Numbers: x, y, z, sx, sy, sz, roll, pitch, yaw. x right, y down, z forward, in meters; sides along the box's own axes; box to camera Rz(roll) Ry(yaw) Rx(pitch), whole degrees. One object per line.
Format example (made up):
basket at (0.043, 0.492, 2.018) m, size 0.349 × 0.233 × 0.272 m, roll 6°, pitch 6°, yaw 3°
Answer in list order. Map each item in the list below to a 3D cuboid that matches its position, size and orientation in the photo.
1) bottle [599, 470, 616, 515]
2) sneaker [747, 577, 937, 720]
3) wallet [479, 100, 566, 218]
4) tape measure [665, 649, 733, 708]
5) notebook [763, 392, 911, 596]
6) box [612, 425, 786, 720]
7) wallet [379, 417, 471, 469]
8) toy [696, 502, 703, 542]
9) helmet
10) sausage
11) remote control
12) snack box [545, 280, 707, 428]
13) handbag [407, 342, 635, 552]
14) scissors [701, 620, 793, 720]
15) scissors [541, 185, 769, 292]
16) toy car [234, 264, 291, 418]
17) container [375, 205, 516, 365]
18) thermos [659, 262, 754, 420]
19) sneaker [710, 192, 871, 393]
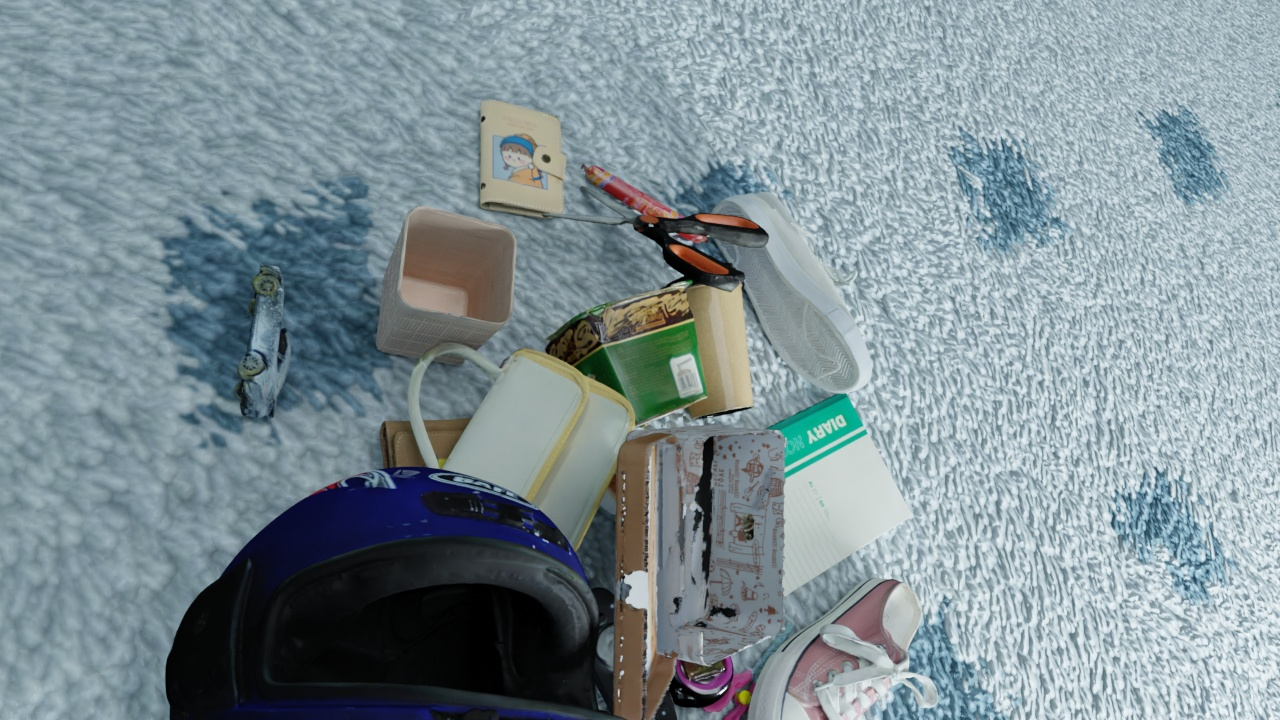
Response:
bottle at (-0.016, 0.102, 0.795) m, size 0.108 × 0.063 × 0.063 m, roll 28°, pitch 58°, yaw -12°
sneaker at (0.190, 0.273, 0.812) m, size 0.240 × 0.088 × 0.118 m, roll -31°, pitch 98°, yaw -37°
wallet at (-0.114, -0.194, 0.894) m, size 0.087 × 0.024 × 0.115 m, roll 5°, pitch 66°, yaw -22°
tape measure at (0.049, 0.260, 0.771) m, size 0.057 × 0.039 × 0.057 m, roll -8°, pitch 58°, yaw -20°
notebook at (0.169, 0.130, 0.917) m, size 0.208 × 0.012 × 0.150 m, roll -22°, pitch 80°, yaw -33°
box at (0.029, 0.139, 0.676) m, size 0.259 × 0.110 × 0.179 m, roll 0°, pitch 90°, yaw -55°
wallet at (-0.148, 0.088, 0.739) m, size 0.115 × 0.033 × 0.090 m, roll 1°, pitch 72°, yaw -36°
toy at (0.073, 0.163, 0.834) m, size 0.100 × 0.031 × 0.096 m, roll 40°, pitch 65°, yaw -4°
helmet at (-0.134, 0.181, 0.543) m, size 0.247 × 0.316 × 0.240 m, roll 21°, pitch 57°, yaw -33°
sausage at (0.006, -0.160, 0.946) m, size 0.156 × 0.020 × 0.020 m, roll 28°, pitch 59°, yaw -16°
remote control at (-0.016, 0.253, 0.754) m, size 0.053 × 0.024 × 0.136 m, roll -23°, pitch 81°, yaw -33°
snack box at (-0.005, 0.005, 0.814) m, size 0.118 × 0.118 × 0.105 m, roll -20°, pitch 84°, yaw -31°
handbag at (-0.107, 0.065, 0.711) m, size 0.178 × 0.063 × 0.163 m, roll 31°, pitch 63°, yaw -7°
scissors at (0.098, 0.273, 0.817) m, size 0.073 × 0.017 × 0.136 m, roll 42°, pitch 51°, yaw 4°
scissors at (0.026, -0.118, 0.865) m, size 0.234 × 0.022 × 0.221 m, roll -2°, pitch 32°, yaw -27°
toy car at (-0.286, -0.015, 0.702) m, size 0.036 × 0.054 × 0.120 m, roll 6°, pitch 65°, yaw -24°
container at (-0.164, -0.055, 0.751) m, size 0.090 × 0.111 × 0.089 m, roll 11°, pitch 65°, yaw -25°
thermos at (0.065, -0.019, 0.880) m, size 0.092 × 0.093 × 0.143 m, roll -7°, pitch 80°, yaw -31°
sneaker at (0.171, -0.076, 0.966) m, size 0.090 × 0.090 × 0.242 m, roll -23°, pitch 75°, yaw -38°
